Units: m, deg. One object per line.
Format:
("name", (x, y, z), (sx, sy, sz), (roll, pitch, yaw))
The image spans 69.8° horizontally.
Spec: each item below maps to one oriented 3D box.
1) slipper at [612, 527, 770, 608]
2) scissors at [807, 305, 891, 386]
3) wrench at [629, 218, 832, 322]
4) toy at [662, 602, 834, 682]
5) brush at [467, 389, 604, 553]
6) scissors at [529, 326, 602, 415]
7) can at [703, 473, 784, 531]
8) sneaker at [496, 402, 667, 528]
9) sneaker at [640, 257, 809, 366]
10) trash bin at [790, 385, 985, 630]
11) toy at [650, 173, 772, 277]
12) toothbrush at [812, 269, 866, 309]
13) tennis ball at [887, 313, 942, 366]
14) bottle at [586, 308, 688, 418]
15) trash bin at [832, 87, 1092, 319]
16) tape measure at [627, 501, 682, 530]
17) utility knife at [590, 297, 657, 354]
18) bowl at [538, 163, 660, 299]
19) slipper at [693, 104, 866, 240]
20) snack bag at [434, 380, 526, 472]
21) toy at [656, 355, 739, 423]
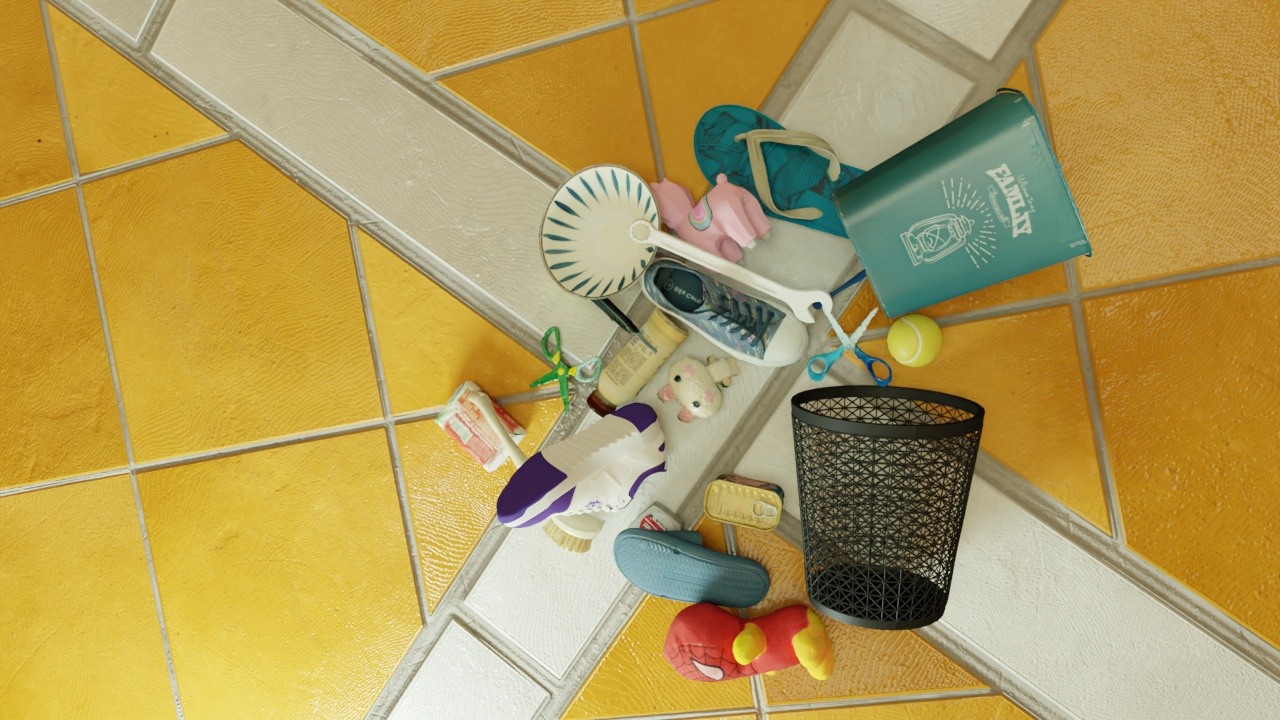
("slipper", (0.066, 0.274, 1.219), (0.214, 0.059, 0.104), (16, 119, 0))
("scissors", (0.267, -0.013, 1.157), (0.133, 0.014, 0.128), (40, 115, 20))
("wrench", (0.113, -0.113, 1.140), (0.273, 0.009, 0.047), (23, 119, -7))
("toy", (0.135, 0.364, 1.178), (0.216, 0.147, 0.098), (-5, 53, 16))
("brush", (-0.149, 0.152, 1.253), (0.077, 0.062, 0.272), (-37, 94, 1))
("scissors", (-0.104, 0.013, 1.264), (0.132, 0.011, 0.125), (-11, 84, 30))
("can", (0.137, 0.183, 1.196), (0.100, 0.059, 0.054), (11, 96, 14))
("sneaker", (-0.068, 0.161, 1.210), (0.244, 0.092, 0.111), (-31, 120, -7))
("sneaker", (0.105, -0.059, 1.167), (0.235, 0.079, 0.087), (27, 96, 1))
("trash bin", (0.284, 0.170, 1.088), (0.217, 0.216, 0.243), (3, 100, 15))
("toy", (0.083, -0.186, 1.175), (0.157, 0.067, 0.124), (49, 132, 8))
("toothbrush", (0.299, -0.121, 1.158), (0.190, 0.017, 0.016), (-34, 92, 13))
("tennis ball", (0.337, -0.025, 1.127), (0.065, 0.065, 0.065), (1, 93, 15))
("bottle", (-0.007, 0.007, 1.226), (0.056, 0.056, 0.162), (43, 103, 9))
("trash bin", (0.351, -0.168, 1.041), (0.219, 0.198, 0.196), (-25, 100, 17))
("tape measure", (0.022, 0.229, 1.249), (0.060, 0.020, 0.062), (45, 104, 3))
("utility knife", (-0.041, -0.068, 1.211), (0.203, 0.028, 0.020), (43, 107, 31))
("bowl", (-0.040, -0.163, 1.209), (0.178, 0.070, 0.177), (-3, 84, 26))
("slipper", (0.193, -0.231, 1.158), (0.295, 0.060, 0.118), (27, 103, 12))
("snack bag", (-0.226, 0.094, 1.299), (0.116, 0.036, 0.077), (41, 101, 9))
("toy", (0.075, 0.034, 1.212), (0.112, 0.050, 0.087), (-35, 84, 20))
